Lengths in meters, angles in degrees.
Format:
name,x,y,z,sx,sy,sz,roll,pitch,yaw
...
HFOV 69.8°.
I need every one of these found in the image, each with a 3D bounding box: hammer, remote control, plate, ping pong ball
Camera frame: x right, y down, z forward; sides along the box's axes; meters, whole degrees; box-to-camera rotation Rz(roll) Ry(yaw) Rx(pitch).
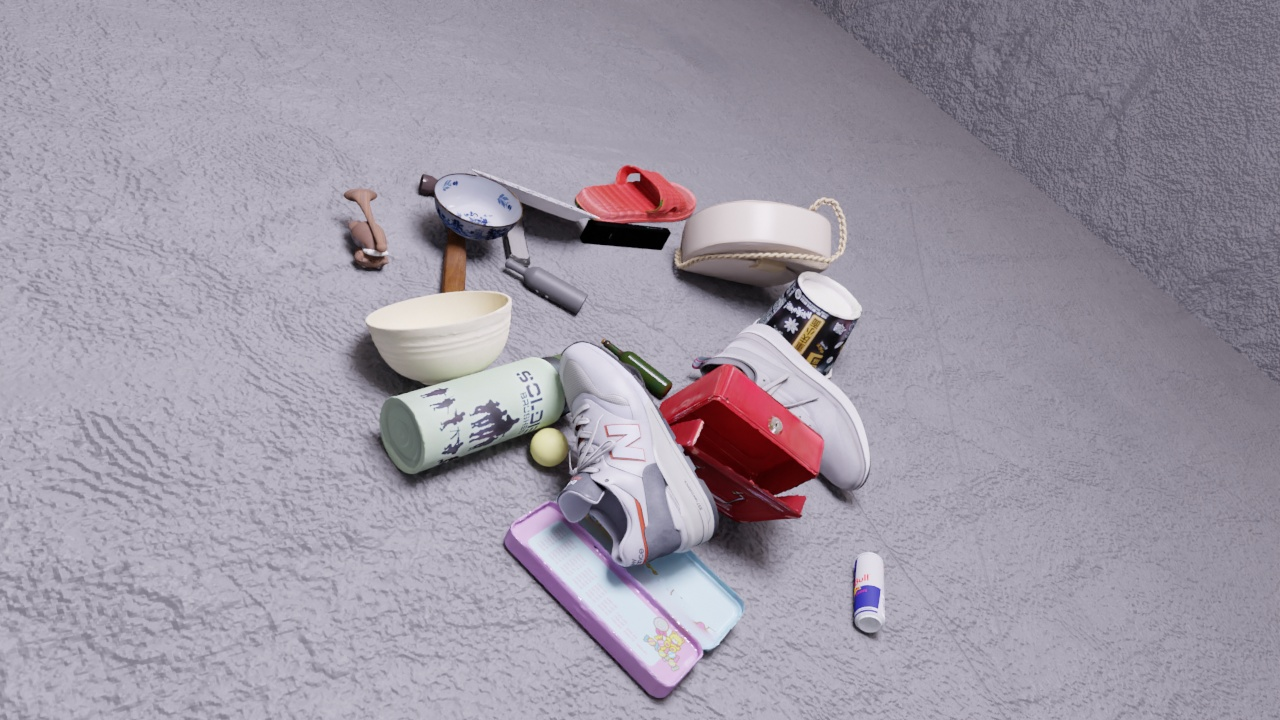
name,x,y,z,sx,sy,sz,roll,pitch,yaw
hammer,-0.230,-0.137,1.156,0.115,0.033,0.322,14,38,-20
remote control,-0.174,-0.175,1.261,0.033,0.013,0.136,12,37,-26
remote control,-0.021,-0.188,1.373,0.149,0.035,0.013,0,45,-37
plate,-0.149,-0.227,1.292,0.188,0.016,0.188,21,9,-4
ping pong ball,-0.095,0.091,0.959,0.040,0.040,0.040,20,36,-15

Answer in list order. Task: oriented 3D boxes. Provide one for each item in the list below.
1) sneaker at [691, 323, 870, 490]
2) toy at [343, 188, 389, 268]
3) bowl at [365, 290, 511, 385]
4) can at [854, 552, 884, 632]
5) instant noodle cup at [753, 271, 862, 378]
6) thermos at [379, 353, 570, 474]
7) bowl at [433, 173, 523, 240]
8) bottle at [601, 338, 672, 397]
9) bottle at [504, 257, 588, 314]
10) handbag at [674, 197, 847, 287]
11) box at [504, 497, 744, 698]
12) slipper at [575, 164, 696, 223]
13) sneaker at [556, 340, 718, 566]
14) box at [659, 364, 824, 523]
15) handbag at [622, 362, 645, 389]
name,x,y,z,sx,sy,sz,roll,pitch,yaw
sneaker,0.179,0.066,1.164,0.128,0.097,0.263,-20,59,-35
toy,-0.321,-0.150,1.081,0.041,0.055,0.101,-4,50,-35
bowl,-0.205,-0.019,0.963,0.151,0.075,0.150,-6,17,2
can,0.254,0.257,1.018,0.032,0.032,0.095,27,34,-5
instant noodle cup,0.248,-0.056,1.340,0.137,0.112,0.137,19,35,-15
thermos,-0.148,0.048,0.940,0.230,0.083,0.082,-19,58,-45
bowl,-0.210,-0.186,1.162,0.114,0.045,0.114,17,38,-14
bottle,-0.007,0.007,1.146,0.106,0.025,0.025,38,35,10
bottle,-0.124,-0.100,1.188,0.113,0.030,0.030,29,34,-2
handbag,0.173,-0.178,1.364,0.210,0.209,0.103,9,79,-29
box,-0.012,0.206,0.883,0.214,0.035,0.150,42,42,16
slipper,0.002,-0.271,1.475,0.248,0.059,0.103,-14,55,-45
sneaker,-0.033,0.098,0.888,0.124,0.089,0.239,-30,78,-39
box,0.098,0.094,0.984,0.157,0.134,0.110,35,59,-20
handbag,-0.036,0.048,1.048,0.079,0.054,0.128,3,45,-29
